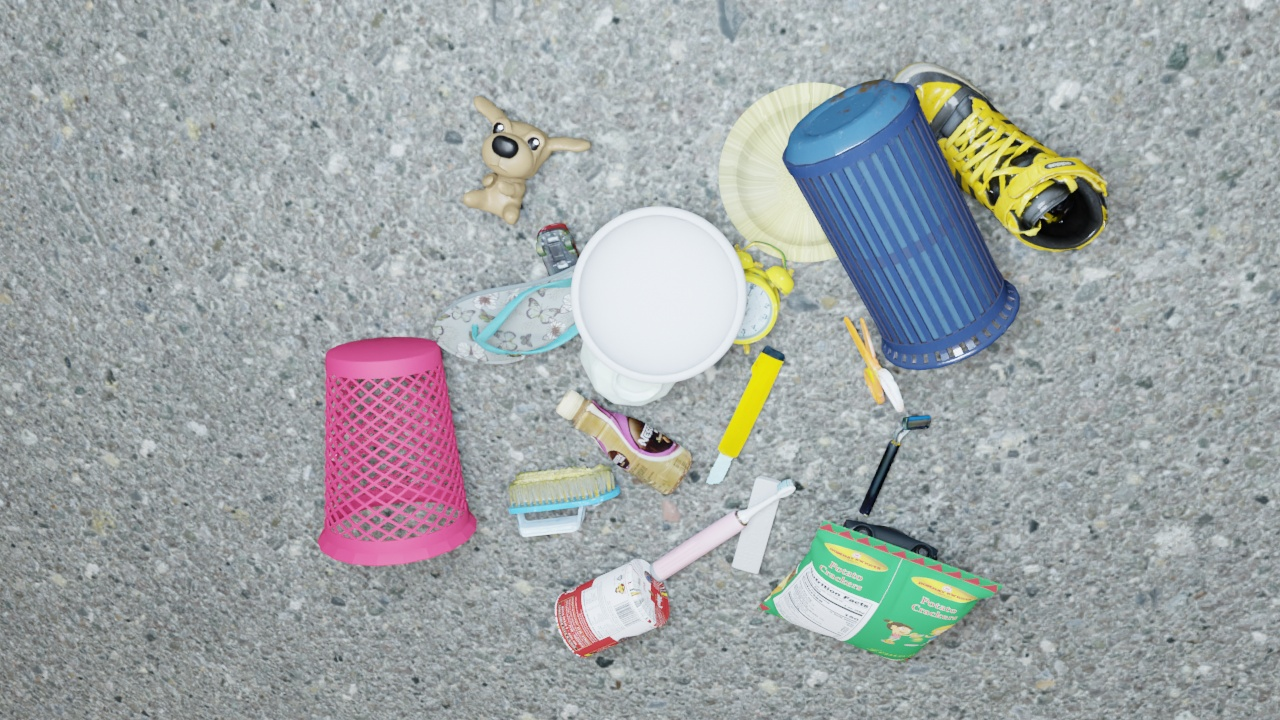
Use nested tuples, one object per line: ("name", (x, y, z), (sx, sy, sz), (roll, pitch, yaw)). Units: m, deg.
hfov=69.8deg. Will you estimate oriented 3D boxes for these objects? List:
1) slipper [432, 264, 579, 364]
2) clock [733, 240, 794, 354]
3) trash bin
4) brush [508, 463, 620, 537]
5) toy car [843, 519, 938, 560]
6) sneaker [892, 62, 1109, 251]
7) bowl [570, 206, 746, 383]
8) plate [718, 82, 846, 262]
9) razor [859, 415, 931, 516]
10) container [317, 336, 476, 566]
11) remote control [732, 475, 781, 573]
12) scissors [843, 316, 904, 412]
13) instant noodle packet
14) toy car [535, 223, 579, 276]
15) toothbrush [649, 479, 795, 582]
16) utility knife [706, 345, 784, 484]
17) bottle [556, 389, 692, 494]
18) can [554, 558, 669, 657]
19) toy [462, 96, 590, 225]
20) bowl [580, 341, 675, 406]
("slipper", (-0.104, -0.046, 1.010), (0.269, 0.054, 0.098), (-18, 128, 14))
("clock", (0.114, -0.071, 0.983), (0.083, 0.057, 0.119), (24, 106, 0))
("trash bin", (0.242, -0.129, 0.864), (0.139, 0.139, 0.249), (-27, 116, 19))
("brush", (-0.089, 0.170, 1.117), (0.136, 0.055, 0.075), (-9, 105, 14))
("toy car", (0.289, 0.214, 1.073), (0.112, 0.034, 0.046), (17, 147, 10))
("sneaker", (0.335, -0.186, 0.860), (0.238, 0.122, 0.086), (35, 112, -6))
("bowl", (0.021, -0.067, 0.940), (0.177, 0.066, 0.176), (1, 96, 8))
("plate", (0.171, -0.185, 0.936), (0.184, 0.036, 0.184), (4, 112, 9))
("razor", (0.282, 0.119, 1.048), (0.042, 0.022, 0.144), (1, 124, -33))
("container", (-0.290, 0.095, 1.071), (0.183, 0.183, 0.226), (2, 104, 10))
("remote control", (0.141, 0.199, 1.109), (0.033, 0.012, 0.131), (14, 114, 7))
("scissors", (0.248, 0.007, 0.969), (0.011, 0.128, 0.125), (-25, 125, -1))
("instant noodle packet", (0.262, 0.273, 1.055), (0.195, 0.090, 0.253), (20, 143, 2))
("toy car", (-0.085, -0.108, 1.014), (0.042, 0.036, 0.091), (-13, 120, 12))
("toothbrush", (0.098, 0.204, 1.103), (0.223, 0.026, 0.027), (-38, 132, 26))
("utility knife", (0.117, 0.068, 1.058), (0.030, 0.017, 0.191), (25, 111, 5))
("bottle", (-0.022, 0.091, 1.071), (0.166, 0.059, 0.060), (33, 114, -3))
("can", (-0.035, 0.310, 1.146), (0.117, 0.086, 0.086), (-29, 104, 20))
("toy", (-0.135, -0.202, 0.959), (0.134, 0.105, 0.108), (24, 103, 5))
("bowl", (-0.006, 0.006, 1.012), (0.117, 0.061, 0.118), (-4, 128, -5))
